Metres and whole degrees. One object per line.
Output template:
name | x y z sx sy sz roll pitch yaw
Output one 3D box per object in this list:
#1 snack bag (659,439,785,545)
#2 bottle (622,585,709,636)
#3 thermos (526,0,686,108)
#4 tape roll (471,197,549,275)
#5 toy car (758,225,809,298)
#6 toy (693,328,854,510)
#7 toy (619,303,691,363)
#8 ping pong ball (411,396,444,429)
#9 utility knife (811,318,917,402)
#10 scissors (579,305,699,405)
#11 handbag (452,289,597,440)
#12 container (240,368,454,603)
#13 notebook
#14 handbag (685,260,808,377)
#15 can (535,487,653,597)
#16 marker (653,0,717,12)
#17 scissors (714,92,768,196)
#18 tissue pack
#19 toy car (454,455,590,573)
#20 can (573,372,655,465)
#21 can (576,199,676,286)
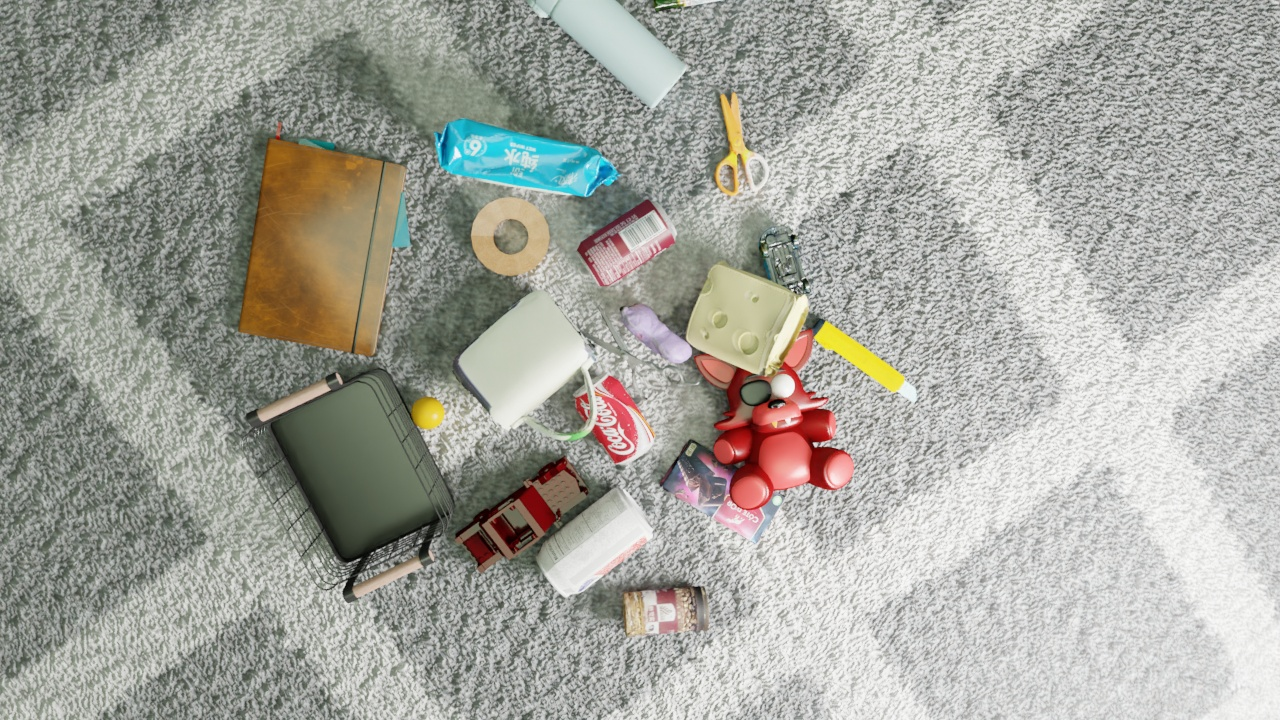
snack bag | 0.106 0.169 1.183 0.155 0.018 0.074 32 92 -10
bottle | 0.031 0.320 1.172 0.105 0.056 0.056 -3 97 -5
thermos | -0.043 -0.390 1.079 0.207 0.065 0.078 40 117 -8
tape roll | -0.157 -0.150 1.114 0.094 0.027 0.094 -1 97 -6
toy car | 0.179 -0.116 1.148 0.048 0.032 0.105 -18 100 -3
toy | 0.164 0.073 1.132 0.158 0.120 0.197 -13 89 -1
toy | 0.020 -0.033 1.126 0.099 0.080 0.036 42 106 9
ping pong ball | -0.260 0.064 1.122 0.040 0.040 0.040 -1 96 -6
utility knife | 0.290 0.003 1.181 0.175 0.017 0.030 34 97 -8
scissors | -0.003 -0.001 1.113 0.172 0.014 0.142 12 129 33
handbag | -0.116 0.025 1.099 0.151 0.074 0.176 -41 73 1
container | -0.337 0.137 1.077 0.163 0.130 0.241 -25 98 -2
notebook | -0.372 -0.140 1.100 0.178 0.014 0.249 11 95 -6
handbag | 0.129 -0.047 1.103 0.119 0.081 0.111 24 86 21
can | -0.057 0.226 1.142 0.136 0.078 0.078 -38 99 -1
marker | 0.087 -0.442 1.109 0.146 0.017 0.017 -11 97 -4
scissors | 0.126 -0.271 1.135 0.073 0.012 0.131 -4 98 -6
tissue pack | -0.129 -0.232 1.063 0.209 0.117 0.066 10 101 -6
toy car | -0.147 0.193 1.137 0.170 0.062 0.070 -36 99 -1
can | -0.033 0.072 1.133 0.064 0.064 0.105 -34 99 -1
can | -0.017 -0.142 1.110 0.114 0.063 0.063 -33 98 -1
